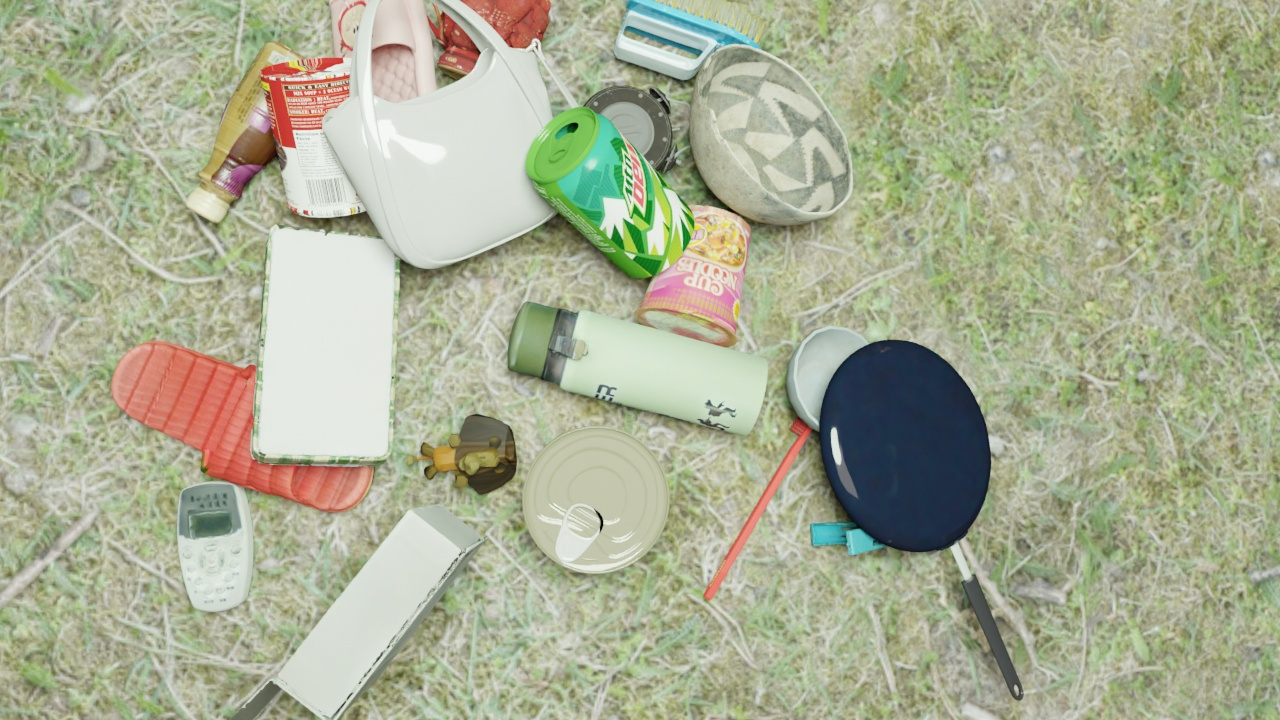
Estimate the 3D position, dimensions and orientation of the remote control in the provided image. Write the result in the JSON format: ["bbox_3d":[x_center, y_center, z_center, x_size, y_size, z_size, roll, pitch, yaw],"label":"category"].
[{"bbox_3d":[-0.377,0.164,0.814,0.060,0.028,0.114,-3,87,-7],"label":"remote control"}]

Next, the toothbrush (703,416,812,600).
[{"bbox_3d":[0.113,0.132,0.875,0.018,0.012,0.212,32,85,-4],"label":"toothbrush"}]

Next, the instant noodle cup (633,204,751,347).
[{"bbox_3d":[0.055,-0.079,0.842,0.097,0.098,0.108,18,78,-5],"label":"instant noodle cup"}]

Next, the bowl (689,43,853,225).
[{"bbox_3d":[0.107,-0.193,0.843,0.178,0.081,0.178,16,59,-30],"label":"bowl"}]

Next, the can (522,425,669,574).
[{"bbox_3d":[-0.042,0.122,0.828,0.127,0.073,0.127,0,87,-6],"label":"can"}]

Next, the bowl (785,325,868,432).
[{"bbox_3d":[0.179,0.024,0.865,0.106,0.039,0.106,6,74,-23],"label":"bowl"}]

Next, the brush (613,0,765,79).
[{"bbox_3d":[0.048,-0.304,0.866,0.136,0.055,0.075,16,81,-5],"label":"brush"}]

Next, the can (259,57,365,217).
[{"bbox_3d":[-0.271,-0.192,0.790,0.086,0.086,0.116,-5,119,-6],"label":"can"}]

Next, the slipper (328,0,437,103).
[{"bbox_3d":[-0.232,-0.268,0.817,0.107,0.055,0.221,-8,99,37],"label":"slipper"}]

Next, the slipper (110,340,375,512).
[{"bbox_3d":[-0.352,0.055,0.808,0.249,0.059,0.103,27,85,-3],"label":"slipper"}]

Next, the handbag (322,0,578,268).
[{"bbox_3d":[-0.156,-0.208,0.774,0.215,0.096,0.223,-27,117,-20],"label":"handbag"}]

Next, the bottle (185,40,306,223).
[{"bbox_3d":[-0.348,-0.200,0.819,0.059,0.060,0.166,30,86,-4],"label":"bottle"}]

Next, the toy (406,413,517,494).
[{"bbox_3d":[-0.161,0.086,0.826,0.100,0.062,0.076,-7,107,-1],"label":"toy"}]

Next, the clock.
[{"bbox_3d":[-0.012,-0.209,0.861,0.122,0.044,0.091,-9,89,-7],"label":"clock"}]

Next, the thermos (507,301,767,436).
[{"bbox_3d":[-0.005,0.005,0.833,0.231,0.082,0.082,15,86,-5],"label":"thermos"}]

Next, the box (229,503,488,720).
[{"bbox_3d":[-0.282,0.264,0.751,0.098,0.166,0.368,44,82,3],"label":"box"}]

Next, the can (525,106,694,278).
[{"bbox_3d":[-0.024,-0.140,0.781,0.144,0.083,0.083,40,82,-43],"label":"can"}]

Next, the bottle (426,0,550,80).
[{"bbox_3d":[-0.139,-0.307,0.835,0.099,0.099,0.111,22,95,-5],"label":"bottle"}]

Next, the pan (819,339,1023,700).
[{"bbox_3d":[0.283,0.149,0.849,0.198,0.021,0.356,-22,89,-29],"label":"pan"}]

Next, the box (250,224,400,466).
[{"bbox_3d":[-0.270,-0.012,0.794,0.117,0.051,0.205,2,76,-21],"label":"box"}]

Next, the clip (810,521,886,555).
[{"bbox_3d":[0.231,0.160,0.854,0.119,0.102,0.027,-3,89,-19],"label":"clip"}]
